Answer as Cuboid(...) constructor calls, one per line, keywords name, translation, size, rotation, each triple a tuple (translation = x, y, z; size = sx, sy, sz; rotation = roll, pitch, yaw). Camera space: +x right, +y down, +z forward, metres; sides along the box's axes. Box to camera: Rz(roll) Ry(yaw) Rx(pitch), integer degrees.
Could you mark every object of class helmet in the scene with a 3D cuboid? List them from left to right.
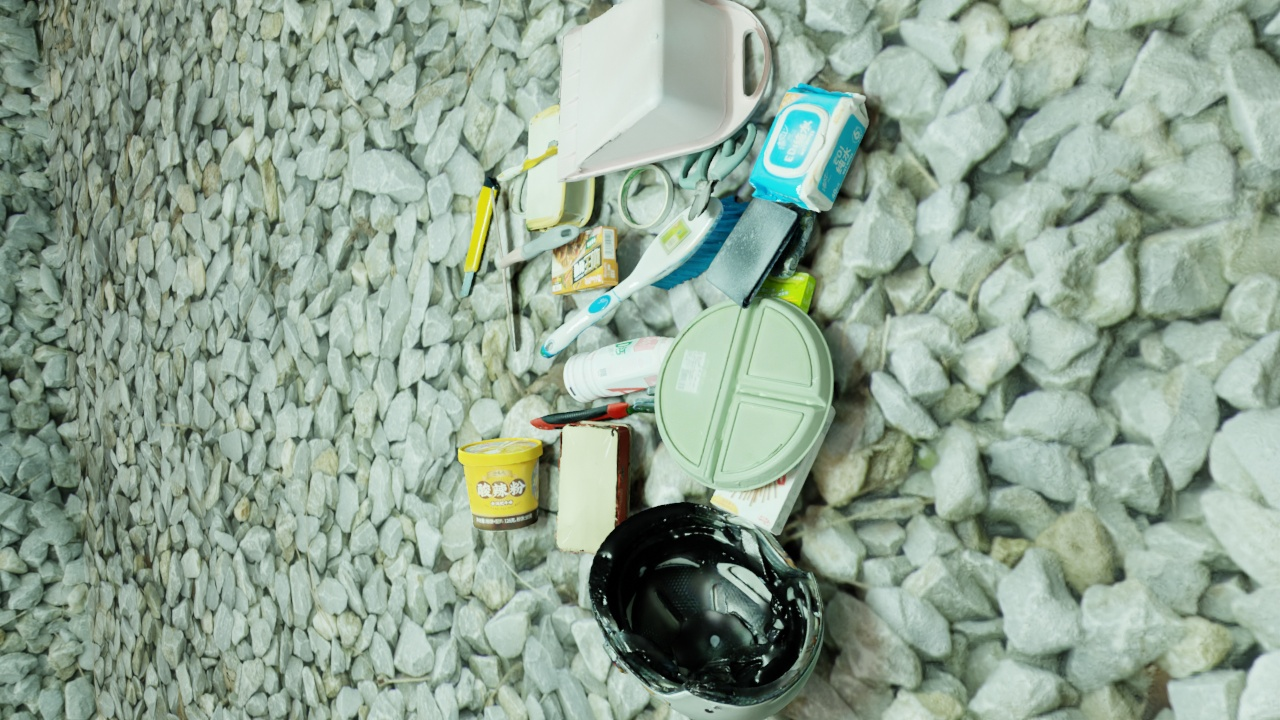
Cuboid(name="helmet", translation=(0.078, 0.299, 1.034), size=(0.274, 0.229, 0.157), rotation=(27, 145, 40))

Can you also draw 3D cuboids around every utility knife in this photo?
Cuboid(name="utility knife", translation=(-0.252, -0.188, 1.423), size=(0.033, 0.015, 0.195), rotation=(27, 106, 40))

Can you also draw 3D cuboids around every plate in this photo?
Cuboid(name="plate", translation=(0.108, 0.032, 1.038), size=(0.231, 0.027, 0.230), rotation=(-13, 67, 33))

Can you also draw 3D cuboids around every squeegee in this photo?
Cuboid(name="squeegee", translation=(-0.155, -0.149, 1.266), size=(0.250, 0.040, 0.247), rotation=(-14, 83, 57))

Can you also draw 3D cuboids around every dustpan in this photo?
Cuboid(name="dustpan", translation=(0.022, -0.342, 1.155), size=(0.274, 0.138, 0.222), rotation=(-13, 71, 52))

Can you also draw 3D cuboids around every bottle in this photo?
Cuboid(name="bottle", translation=(-0.007, 0.007, 1.185), size=(0.197, 0.068, 0.068), rotation=(-13, 80, 35))

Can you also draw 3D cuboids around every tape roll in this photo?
Cuboid(name="tape roll", translation=(0.006, -0.216, 1.213), size=(0.086, 0.013, 0.086), rotation=(-1, 88, 40))

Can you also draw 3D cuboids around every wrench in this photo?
Cuboid(name="wrench", translation=(-0.051, 0.070, 1.232), size=(0.274, 0.056, 0.016), rotation=(-15, 55, 42))

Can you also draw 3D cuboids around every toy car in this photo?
Cuboid(name="toy car", translation=(0.172, -0.136, 1.051), size=(0.043, 0.034, 0.090), rotation=(18, 84, 40))

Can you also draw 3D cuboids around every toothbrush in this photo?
Cuboid(name="toothbrush", translation=(-0.159, -0.278, 1.287), size=(0.192, 0.016, 0.018), rotation=(-6, 74, 57))

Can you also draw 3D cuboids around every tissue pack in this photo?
Cuboid(name="tissue pack", translation=(0.186, -0.237, 1.022), size=(0.090, 0.063, 0.140), rotation=(25, 91, 37))

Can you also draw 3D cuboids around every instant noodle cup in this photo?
Cuboid(name="instant noodle cup", translation=(-0.196, 0.176, 1.307), size=(0.119, 0.118, 0.114), rotation=(2, 97, 39))

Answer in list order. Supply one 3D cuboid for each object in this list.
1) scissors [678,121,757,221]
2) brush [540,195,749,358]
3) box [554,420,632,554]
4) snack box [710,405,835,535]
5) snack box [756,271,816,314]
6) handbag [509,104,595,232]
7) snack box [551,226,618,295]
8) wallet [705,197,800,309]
Cuboid(name="scissors", translation=(0.099, -0.228, 1.075), size=(0.132, 0.019, 0.185), rotation=(-32, 32, 22))
Cuboid(name="brush", translation=(0.001, -0.100, 1.152), size=(0.315, 0.109, 0.060), rotation=(-42, 69, 31))
Cuboid(name="box", translation=(-0.065, 0.166, 1.200), size=(0.091, 0.080, 0.168), rotation=(2, 90, 15))
Cuboid(name="snack box", translation=(0.151, 0.110, 1.041), size=(0.085, 0.027, 0.156), rotation=(20, 78, 38))
Cuboid(name="snack box", translation=(0.143, -0.029, 1.066), size=(0.086, 0.026, 0.156), rotation=(12, 84, 38))
Cuboid(name="handbag", translation=(-0.131, -0.265, 1.307), size=(0.179, 0.063, 0.163), rotation=(1, 89, 54))
Cuboid(name="snack box", translation=(-0.077, -0.132, 1.239), size=(0.154, 0.026, 0.075), rotation=(-3, 86, 59))
Cuboid(name="wallet", translation=(0.129, -0.127, 1.055), size=(0.121, 0.019, 0.097), rotation=(-59, 31, 10))
